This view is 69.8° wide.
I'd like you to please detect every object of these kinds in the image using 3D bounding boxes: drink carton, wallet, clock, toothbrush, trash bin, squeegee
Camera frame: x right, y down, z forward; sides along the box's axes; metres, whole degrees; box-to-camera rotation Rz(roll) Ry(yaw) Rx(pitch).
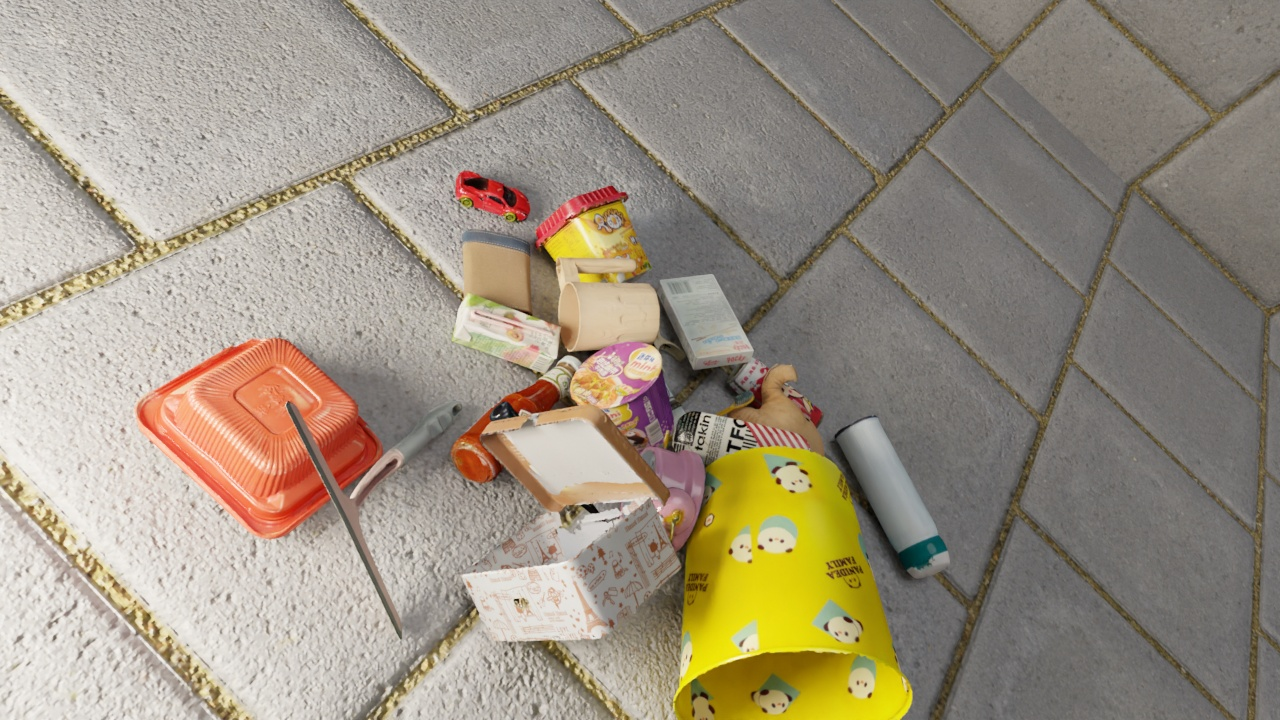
[{"bbox_3d":[-0.158,-0.033,1.094,0.122,0.046,0.053,21,49,-20],"label":"drink carton"},{"bbox_3d":[-0.179,-0.108,1.150,0.090,0.033,0.115,9,53,-26],"label":"wallet"},{"bbox_3d":[0.022,0.163,1.011,0.059,0.117,0.158,19,34,-16],"label":"clock"},{"bbox_3d":[0.067,0.081,1.141,0.191,0.018,0.016,-26,47,-23],"label":"toothbrush"},{"bbox_3d":[-0.087,0.126,0.989,0.212,0.026,0.027,52,48,-24],"label":"toothbrush"},{"bbox_3d":[0.148,0.245,0.975,0.229,0.230,0.254,21,42,-20],"label":"trash bin"},{"bbox_3d":[-0.243,0.102,0.915,0.248,0.040,0.248,-58,133,-62],"label":"squeegee"}]

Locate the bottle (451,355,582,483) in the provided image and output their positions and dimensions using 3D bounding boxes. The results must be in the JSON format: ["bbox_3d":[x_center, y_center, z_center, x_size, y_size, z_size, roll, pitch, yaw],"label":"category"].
[{"bbox_3d":[-0.129,0.059,1.033,0.060,0.060,0.205,43,44,1],"label":"bottle"}]

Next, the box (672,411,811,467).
[{"bbox_3d":[0.118,0.112,1.093,0.163,0.081,0.074,11,78,6],"label":"box"}]

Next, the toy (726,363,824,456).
[{"bbox_3d":[0.172,0.107,1.176,0.143,0.083,0.225,34,52,-3],"label":"toy"}]

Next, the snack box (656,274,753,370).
[{"bbox_3d":[0.087,-0.056,1.258,0.084,0.027,0.156,-8,50,-18],"label":"snack box"}]

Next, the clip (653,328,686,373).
[{"bbox_3d":[0.012,-0.029,1.222,0.061,0.035,0.097,-34,88,-46],"label":"clip"}]

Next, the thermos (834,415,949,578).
[{"bbox_3d":[0.348,0.188,1.261,0.073,0.073,0.224,-5,61,-37],"label":"thermos"}]

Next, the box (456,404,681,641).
[{"bbox_3d":[-0.082,0.142,0.875,0.155,0.184,0.192,-34,102,-45],"label":"box"}]

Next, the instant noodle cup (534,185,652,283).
[{"bbox_3d":[-0.057,-0.149,1.216,0.115,0.116,0.123,-29,87,-45],"label":"instant noodle cup"}]

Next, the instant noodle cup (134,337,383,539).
[{"bbox_3d":[-0.352,0.055,0.869,0.189,0.079,0.164,41,42,2],"label":"instant noodle cup"}]

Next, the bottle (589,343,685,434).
[{"bbox_3d":[-0.007,0.007,1.171,0.079,0.044,0.195,-26,75,-39],"label":"bottle"}]

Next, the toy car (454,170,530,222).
[{"bbox_3d":[-0.195,-0.220,1.225,0.106,0.031,0.049,18,50,-25],"label":"toy car"}]

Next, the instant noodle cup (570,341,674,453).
[{"bbox_3d":[-0.014,0.049,1.076,0.111,0.112,0.099,-72,149,-43],"label":"instant noodle cup"}]

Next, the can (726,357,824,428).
[{"bbox_3d":[0.185,0.052,1.260,0.133,0.053,0.053,38,44,-3],"label":"can"}]

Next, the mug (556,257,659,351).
[{"bbox_3d":[-0.043,-0.072,1.122,0.103,0.084,0.124,-2,63,-22],"label":"mug"}]
